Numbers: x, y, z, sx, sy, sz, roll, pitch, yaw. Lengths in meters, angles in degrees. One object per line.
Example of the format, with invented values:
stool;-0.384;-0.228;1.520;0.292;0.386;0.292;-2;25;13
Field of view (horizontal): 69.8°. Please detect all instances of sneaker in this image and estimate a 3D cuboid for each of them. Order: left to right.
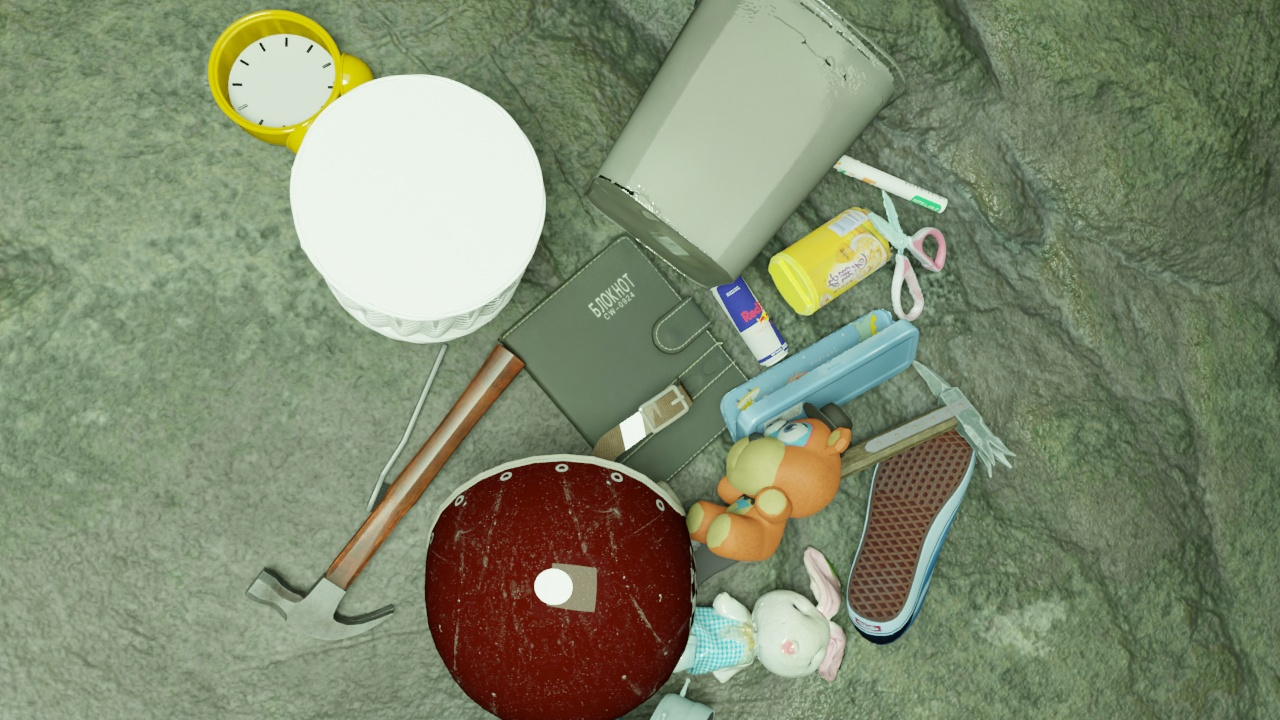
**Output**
sneaker;0.262;0.165;0.899;0.083;0.098;0.240;17;62;27

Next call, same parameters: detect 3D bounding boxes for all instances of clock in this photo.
clock;-0.309;-0.244;0.822;0.152;0.052;0.113;30;81;-3
clock;0.018;0.368;0.804;0.045;0.122;0.159;21;101;17

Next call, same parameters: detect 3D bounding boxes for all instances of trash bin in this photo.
trash bin;0.077;-0.199;0.825;0.197;0.197;0.220;36;86;-8

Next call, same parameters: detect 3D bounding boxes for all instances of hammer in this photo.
hammer;-0.205;0.112;0.813;0.111;0.028;0.300;39;82;-15
hammer;0.175;0.104;0.878;0.316;0.028;0.147;-23;53;-6

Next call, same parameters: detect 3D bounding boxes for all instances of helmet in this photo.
helmet;-0.055;0.169;0.758;0.233;0.253;0.234;-9;101;3

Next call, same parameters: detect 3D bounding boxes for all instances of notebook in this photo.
notebook;-0.005;0.005;0.872;0.169;0.029;0.209;-41;97;-9

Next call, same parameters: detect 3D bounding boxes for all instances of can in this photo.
can;0.107;-0.040;0.892;0.032;0.032;0.095;-35;93;-11
can;0.184;-0.097;0.893;0.105;0.068;0.067;-33;92;-12

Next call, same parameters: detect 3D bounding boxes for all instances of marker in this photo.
marker;0.245;-0.185;0.937;0.145;0.017;0.017;20;82;-9

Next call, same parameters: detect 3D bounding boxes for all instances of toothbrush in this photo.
toothbrush;-0.212;0.061;0.836;0.013;0.013;0.167;24;82;-16

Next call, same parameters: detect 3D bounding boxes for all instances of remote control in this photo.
remote control;0.067;0.185;0.880;0.124;0.009;0.046;-29;92;-11

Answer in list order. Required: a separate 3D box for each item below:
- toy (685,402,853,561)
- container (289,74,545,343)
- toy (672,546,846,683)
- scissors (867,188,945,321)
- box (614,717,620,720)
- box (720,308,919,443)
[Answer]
toy;0.120;0.107;0.808;0.176;0.112;0.096;-33;99;-14
container;-0.180;-0.115;0.762;0.189;0.187;0.189;1;87;-12
toy;0.105;0.245;0.837;0.205;0.106;0.131;-3;84;-12
scissors;0.247;-0.094;0.879;0.179;0.016;0.108;21;90;-52
box;-0.038;0.358;0.736;0.094;0.232;0.110;-20;91;-12
box;0.171;0.015;0.892;0.209;0.069;0.064;-27;50;-15
